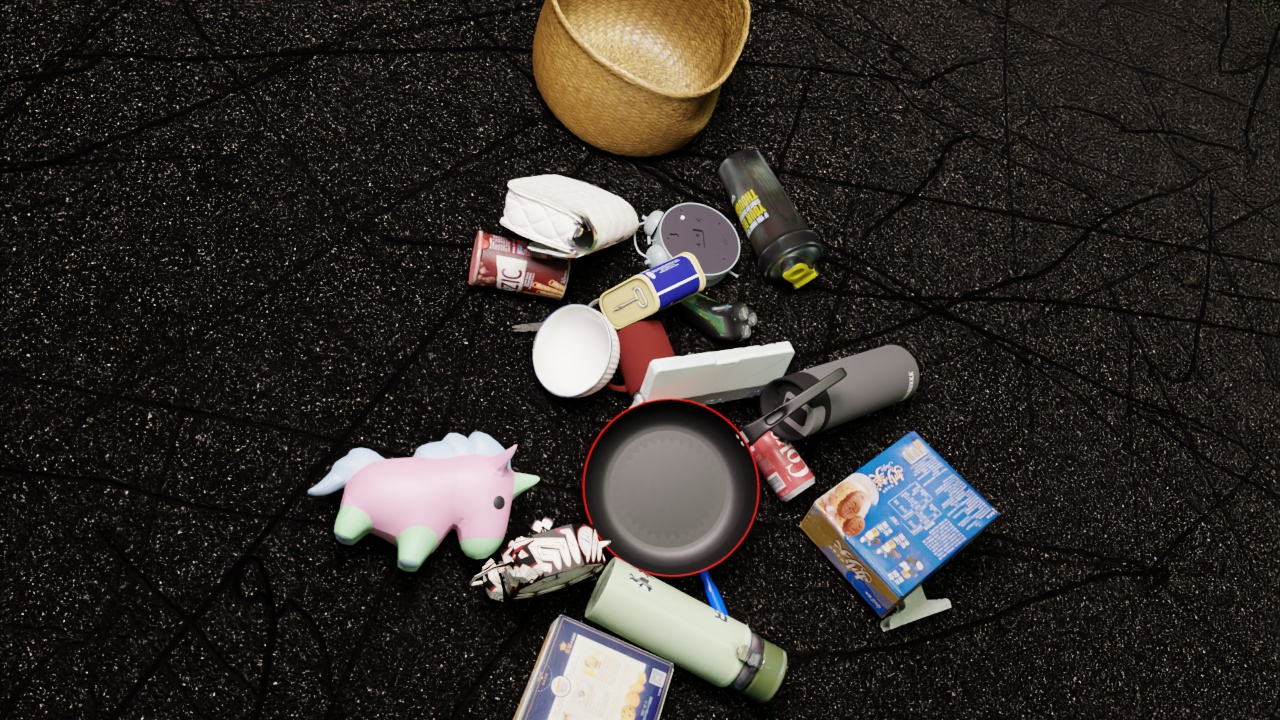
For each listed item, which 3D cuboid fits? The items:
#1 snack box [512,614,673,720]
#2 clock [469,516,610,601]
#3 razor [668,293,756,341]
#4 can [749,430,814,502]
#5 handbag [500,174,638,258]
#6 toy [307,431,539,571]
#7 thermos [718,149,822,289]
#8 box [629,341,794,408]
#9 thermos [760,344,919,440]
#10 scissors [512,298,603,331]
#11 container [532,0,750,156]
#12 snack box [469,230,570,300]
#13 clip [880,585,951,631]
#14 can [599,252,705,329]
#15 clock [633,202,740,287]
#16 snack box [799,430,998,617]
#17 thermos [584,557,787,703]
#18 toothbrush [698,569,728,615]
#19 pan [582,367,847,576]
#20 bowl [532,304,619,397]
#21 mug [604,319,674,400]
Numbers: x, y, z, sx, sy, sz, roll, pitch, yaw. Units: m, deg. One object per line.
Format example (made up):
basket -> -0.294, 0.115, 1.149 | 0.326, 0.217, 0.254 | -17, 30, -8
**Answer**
snack box -> -0.053, 0.373, 0.994 | 0.145, 0.043, 0.144 | 26, 58, -6
clock -> -0.117, 0.216, 1.006 | 0.154, 0.115, 0.065 | -2, 63, -40
razor -> 0.087, -0.076, 1.267 | 0.151, 0.067, 0.053 | 28, 52, 6
can -> 0.180, 0.132, 1.197 | 0.053, 0.054, 0.096 | -27, 75, -29
handbag -> -0.092, -0.186, 1.205 | 0.139, 0.073, 0.194 | 24, 21, 12
toy -> -0.238, 0.143, 1.014 | 0.222, 0.120, 0.170 | 26, 68, -7
thermos -> 0.193, -0.209, 1.362 | 0.098, 0.098, 0.220 | -12, 63, -25
box -> 0.088, 0.031, 1.167 | 0.196, 0.135, 0.040 | -7, 56, -23
thermos -> 0.271, 0.040, 1.228 | 0.239, 0.082, 0.082 | -14, 69, -40
scissors -> -0.091, -0.058, 1.223 | 0.171, 0.013, 0.120 | 18, 56, -9
container -> -0.012, -0.461, 1.354 | 0.306, 0.197, 0.306 | 9, 62, -17
snack box -> -0.158, -0.123, 1.198 | 0.121, 0.072, 0.072 | 10, 61, -16
clip -> 0.350, 0.305, 1.176 | 0.101, 0.050, 0.058 | -10, 80, -25
can -> 0.013, -0.089, 1.205 | 0.092, 0.117, 0.056 | -29, 94, -41
clock -> 0.067, -0.166, 1.317 | 0.159, 0.045, 0.122 | 5, 62, -16
snack box -> 0.334, 0.207, 1.188 | 0.202, 0.069, 0.155 | -28, 64, -30
thermos -> 0.056, 0.310, 1.042 | 0.231, 0.083, 0.082 | 29, 58, -4
toothbrush -> 0.076, 0.252, 1.117 | 0.016, 0.018, 0.182 | -14, 70, -25
pan -> 0.097, 0.112, 1.109 | 0.356, 0.067, 0.209 | -32, 83, -9
bowl -> -0.071, -0.008, 1.160 | 0.062, 0.118, 0.118 | 17, 49, -58
mug -> -0.007, 0.007, 1.192 | 0.106, 0.073, 0.082 | -22, 70, 2
